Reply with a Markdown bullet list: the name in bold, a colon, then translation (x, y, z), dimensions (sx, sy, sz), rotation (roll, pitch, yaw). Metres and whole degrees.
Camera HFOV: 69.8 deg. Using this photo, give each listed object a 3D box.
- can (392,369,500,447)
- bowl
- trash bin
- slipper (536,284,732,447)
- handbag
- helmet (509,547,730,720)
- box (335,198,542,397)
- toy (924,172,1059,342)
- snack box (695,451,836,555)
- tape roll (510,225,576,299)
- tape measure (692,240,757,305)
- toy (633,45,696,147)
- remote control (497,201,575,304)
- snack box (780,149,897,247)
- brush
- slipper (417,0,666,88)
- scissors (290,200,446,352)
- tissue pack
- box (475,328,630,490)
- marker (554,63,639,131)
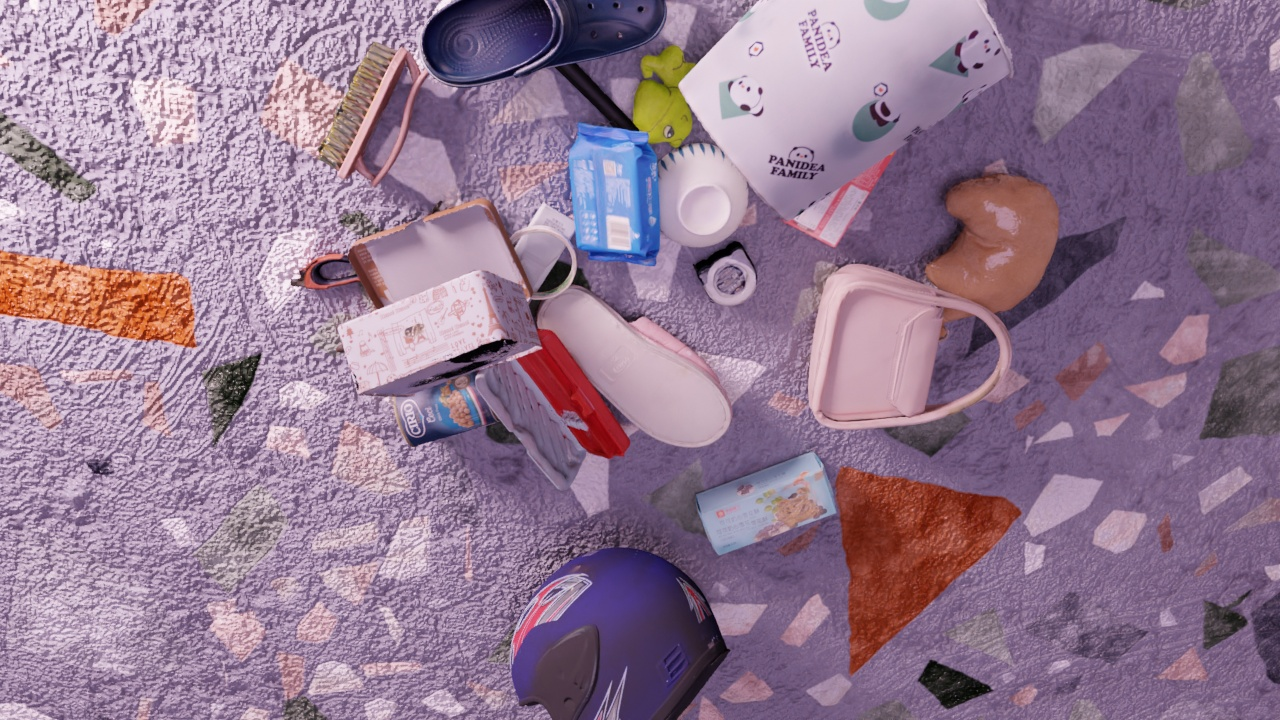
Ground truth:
- **can**: translation (-0.229, 0.053, 1.099), dimensions (0.111, 0.075, 0.075), rotation (-16, 116, 1)
- **bowl**: translation (0.067, -0.178, 1.026), dimensions (0.116, 0.066, 0.117), rotation (-2, 116, -5)
- **trash bin**: translation (0.190, -0.287, 0.909), dimensions (0.252, 0.229, 0.229), rotation (-38, 114, 17)
- **slipper**: translation (-0.007, 0.006, 1.112), dimensions (0.274, 0.054, 0.114), rotation (36, 104, -8)
- **handbag**: translation (0.324, -0.008, 1.097), dimensions (0.234, 0.093, 0.194), rotation (6, 115, 5)
- **helmet**: translation (-0.051, 0.389, 1.187), dimensions (0.240, 0.247, 0.316), rotation (39, 104, 20)
- **box**: translation (-0.220, -0.075, 0.993), dimensions (0.183, 0.154, 0.184), rotation (-20, 84, 11)
- **toy**: translation (0.412, -0.111, 1.094), dimensions (0.143, 0.082, 0.226), rotation (11, 117, 4)
- **snack box**: translation (0.167, 0.191, 1.222), dimensions (0.175, 0.051, 0.074), rotation (-21, 117, 3)
- **tape roll**: translation (-0.115, -0.111, 1.039), dimensions (0.086, 0.014, 0.086), rotation (-2, 116, -5)
- **tape measure**: translation (0.104, -0.099, 1.087), dimensions (0.066, 0.033, 0.066), rotation (-27, 113, 9)
- **toy**: translation (0.026, -0.282, 0.990), dimensions (0.096, 0.031, 0.100), rotation (34, 100, -31)
- **remote control**: translation (-0.123, -0.119, 1.057), dimensions (0.049, 0.024, 0.125), rotation (28, 109, -19)
- **snack box**: translation (0.230, -0.212, 1.050), dimensions (0.075, 0.025, 0.153), rotation (24, 110, -15)
- **brush**: translation (-0.273, -0.256, 0.954), dimensions (0.073, 0.063, 0.146), rotation (28, 108, -14)
- **slipper**: translation (-0.099, -0.340, 0.903), dimensions (0.253, 0.095, 0.105), rotation (-16, 103, -1)
- **scissors**: translation (-0.293, -0.093, 1.055), dimensions (0.225, 0.015, 0.189), rotation (1, 115, -6)
- **tissue pack**: translation (-0.026, -0.181, 1.006), dimensions (0.095, 0.052, 0.157), rotation (12, 121, 28)
- **box**: translation (-0.108, 0.065, 1.095), dimensions (0.101, 0.095, 0.201), rotation (-52, 125, -28)
- **marker**: translation (-0.051, -0.286, 0.987), dimensions (0.132, 0.020, 0.022), rotation (42, 66, -22)
